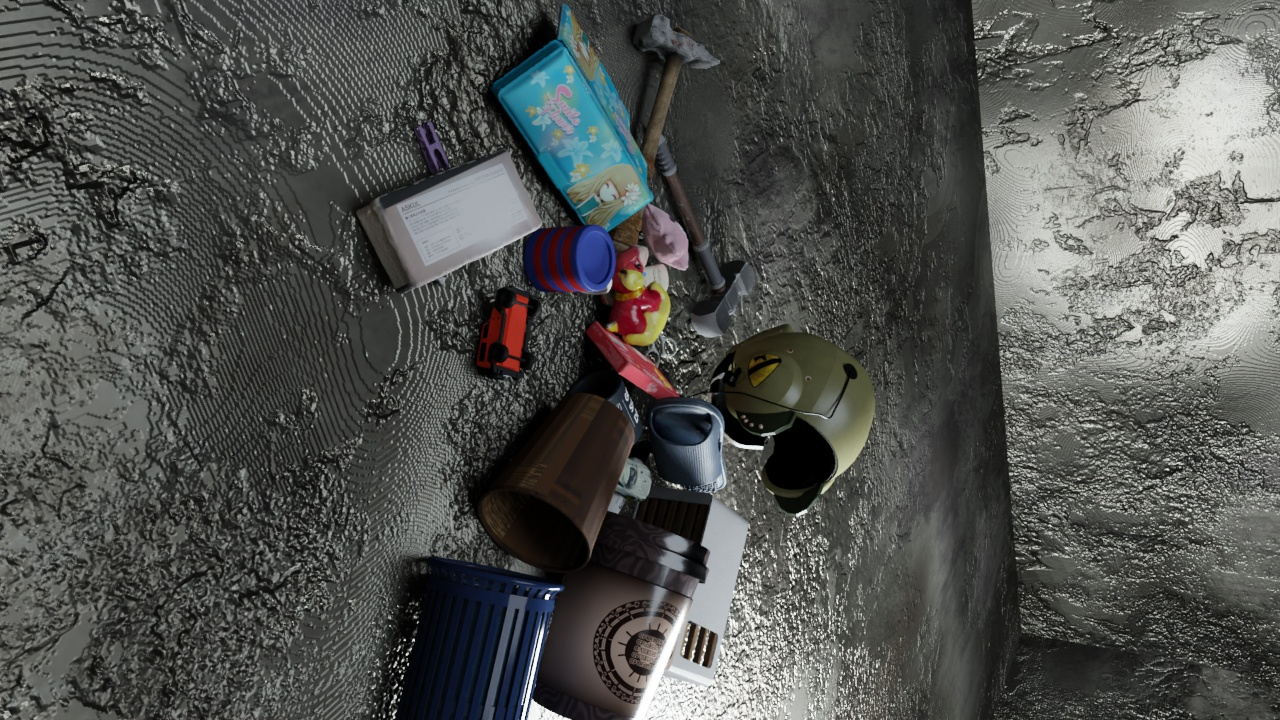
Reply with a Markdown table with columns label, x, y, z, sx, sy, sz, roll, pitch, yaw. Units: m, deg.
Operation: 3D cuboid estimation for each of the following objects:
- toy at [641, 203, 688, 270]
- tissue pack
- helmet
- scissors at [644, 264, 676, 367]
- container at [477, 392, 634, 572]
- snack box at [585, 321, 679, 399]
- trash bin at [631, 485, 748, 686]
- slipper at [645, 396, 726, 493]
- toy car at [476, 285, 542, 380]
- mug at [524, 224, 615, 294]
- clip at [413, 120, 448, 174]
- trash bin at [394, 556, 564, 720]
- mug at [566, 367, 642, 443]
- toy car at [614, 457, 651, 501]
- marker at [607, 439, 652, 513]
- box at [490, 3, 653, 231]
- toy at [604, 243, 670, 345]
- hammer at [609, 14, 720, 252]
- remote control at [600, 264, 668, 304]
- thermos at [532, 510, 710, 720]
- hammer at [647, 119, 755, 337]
| label | x | y | z | sx | sy | sz | roll | pitch | yaw |
| --- | --- | --- | --- | --- | --- | --- | --- | --- | --- |
| toy | 0.038 | -0.157 | 1.226 | 0.053 | 0.095 | 0.099 | -34 | 132 | 3 |
| tissue pack | -0.189 | -0.134 | 0.913 | 0.180 | 0.071 | 0.104 | -40 | 111 | -47 |
| helmet | 0.196 | 0.069 | 1.292 | 0.232 | 0.256 | 0.250 | -59 | 137 | -33 |
| scissors | 0.009 | -0.052 | 1.246 | 0.090 | 0.014 | 0.172 | -39 | 115 | -29 |
| container | -0.084 | 0.129 | 1.026 | 0.166 | 0.132 | 0.132 | -60 | 137 | -43 |
| snack box | -0.007 | 0.007 | 1.165 | 0.021 | 0.089 | 0.133 | -45 | 141 | 8 |
| trash bin | 0.047 | 0.299 | 1.226 | 0.114 | 0.115 | 0.228 | 41 | 59 | -49 |
| slipper | 0.062 | 0.136 | 1.224 | 0.264 | 0.101 | 0.082 | 72 | 27 | -57 |
| toy car | -0.144 | -0.029 | 0.988 | 0.051 | 0.049 | 0.100 | 18 | 76 | -54 |
| mug | -0.071 | -0.108 | 1.066 | 0.112 | 0.076 | 0.074 | 42 | 58 | -48 |
| clip | -0.207 | -0.215 | 0.919 | 0.053 | 0.013 | 0.037 | 59 | 45 | -35 |
| trash bin | -0.169 | 0.330 | 0.894 | 0.139 | 0.139 | 0.249 | 28 | 71 | -53 |
| mug | -0.042 | 0.054 | 1.134 | 0.104 | 0.071 | 0.077 | -87 | 158 | -54 |
| toy car | -0.025 | 0.142 | 1.163 | 0.105 | 0.033 | 0.048 | 30 | 56 | -31 |
| marker | -0.016 | 0.153 | 1.207 | 0.125 | 0.025 | 0.025 | -58 | 135 | -37 |
| box | -0.056 | -0.275 | 1.067 | 0.172 | 0.084 | 0.227 | -57 | 136 | -23 |
| toy | -0.010 | -0.074 | 1.152 | 0.105 | 0.067 | 0.137 | -51 | 138 | -27 |
| hammer | 0.016 | -0.290 | 1.201 | 0.121 | 0.049 | 0.318 | 22 | 78 | -33 |
| remote control | -0.008 | -0.101 | 1.201 | 0.125 | 0.018 | 0.038 | -17 | 104 | -45 |
| thermos | -0.028 | 0.308 | 1.082 | 0.172 | 0.173 | 0.226 | 37 | 68 | -50 |
| hammer | 0.073 | -0.197 | 1.312 | 0.155 | 0.043 | 0.322 | -56 | 132 | -38 |
